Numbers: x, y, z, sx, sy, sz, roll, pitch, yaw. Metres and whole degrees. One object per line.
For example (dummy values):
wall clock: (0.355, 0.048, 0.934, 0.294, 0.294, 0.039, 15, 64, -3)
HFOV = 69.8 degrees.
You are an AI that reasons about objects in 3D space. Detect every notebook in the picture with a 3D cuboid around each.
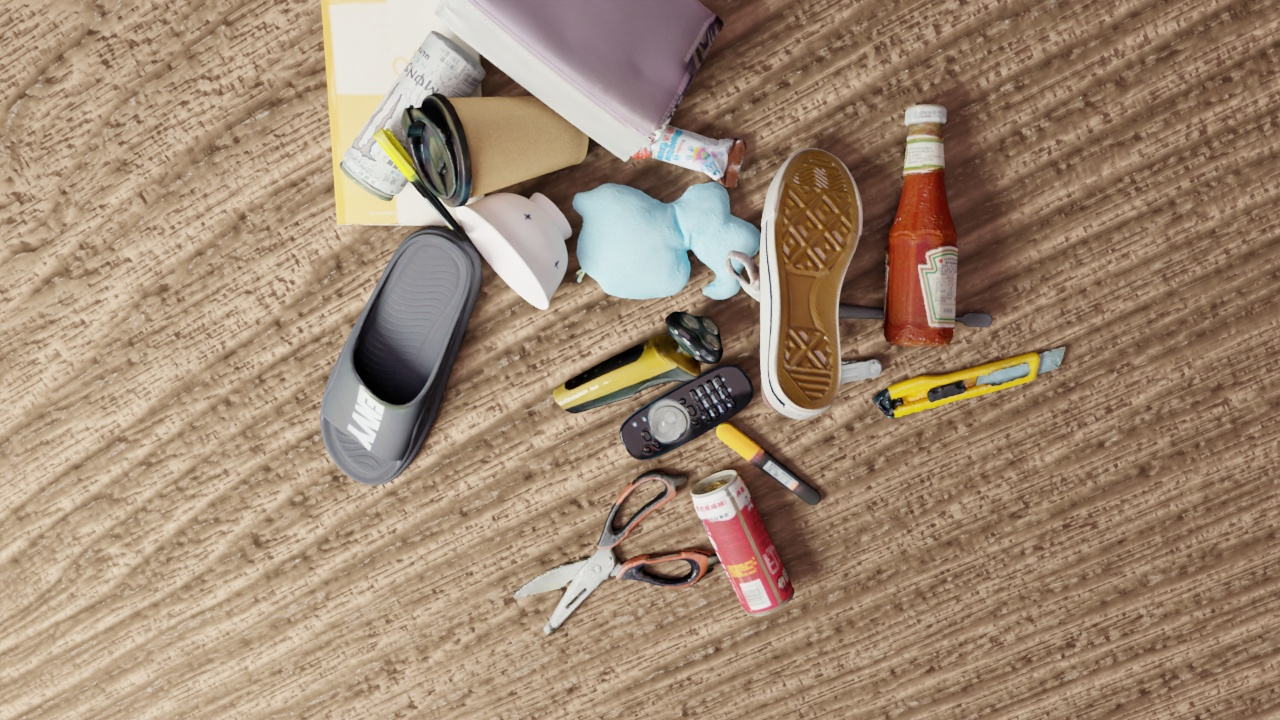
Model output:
notebook: (-0.215, -0.227, 0.842, 0.146, 0.010, 0.206, 1, 102, 4)

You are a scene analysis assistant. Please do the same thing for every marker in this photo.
marker: (-0.189, -0.152, 0.802, 0.015, 0.018, 0.124, -40, 127, -6)
marker: (0.123, 0.099, 0.880, 0.124, 0.015, 0.018, 37, 105, -6)

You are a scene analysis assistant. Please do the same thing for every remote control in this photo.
remote control: (0.044, 0.048, 0.870, 0.136, 0.024, 0.053, -30, 98, 12)

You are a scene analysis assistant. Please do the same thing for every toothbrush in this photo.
toothbrush: (0.226, -0.043, 0.838, 0.181, 0.018, 0.016, 4, 100, 7)

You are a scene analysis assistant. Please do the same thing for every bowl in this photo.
bowl: (-0.100, -0.110, 0.818, 0.064, 0.118, 0.118, -43, 96, -14)

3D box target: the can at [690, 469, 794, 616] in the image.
can: (0.097, 0.174, 0.878, 0.053, 0.053, 0.133, -24, 99, 10)

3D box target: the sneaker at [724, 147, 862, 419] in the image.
sneaker: (0.132, -0.064, 0.795, 0.118, 0.088, 0.240, 10, 75, -16)

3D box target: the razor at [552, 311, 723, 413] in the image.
razor: (-0.005, 0.005, 0.853, 0.168, 0.062, 0.067, -23, 121, 16)

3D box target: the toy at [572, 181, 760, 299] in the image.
toy: (0.016, -0.105, 0.827, 0.156, 0.050, 0.161, -40, 101, 3)

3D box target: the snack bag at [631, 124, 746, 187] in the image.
snack bag: (0.040, -0.188, 0.817, 0.105, 0.026, 0.045, 17, 86, 2)

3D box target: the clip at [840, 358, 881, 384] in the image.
clip: (0.196, 0.009, 0.851, 0.058, 0.044, 0.027, -7, 100, 2)

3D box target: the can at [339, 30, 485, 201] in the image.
can: (-0.201, -0.214, 0.807, 0.058, 0.058, 0.147, 40, 103, -4)

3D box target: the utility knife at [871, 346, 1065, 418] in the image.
utility knife: (0.302, 0.019, 0.842, 0.177, 0.015, 0.033, -16, 103, 9)

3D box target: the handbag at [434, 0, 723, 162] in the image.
handbag: (-0.046, -0.280, 0.745, 0.197, 0.098, 0.144, 36, 78, -18)

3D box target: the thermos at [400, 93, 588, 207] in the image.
thermos: (-0.121, -0.186, 0.779, 0.143, 0.093, 0.093, -19, 102, -28)

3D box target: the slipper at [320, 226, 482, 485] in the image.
slipper: (-0.237, 0.001, 0.858, 0.110, 0.083, 0.268, 27, 105, 1)

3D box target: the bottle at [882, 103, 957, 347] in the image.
bottle: (0.243, -0.115, 0.793, 0.060, 0.059, 0.206, 1, 93, 5)

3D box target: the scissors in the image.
scissors: (-0.021, 0.196, 0.914, 0.224, 0.015, 0.189, 5, 103, 4)
